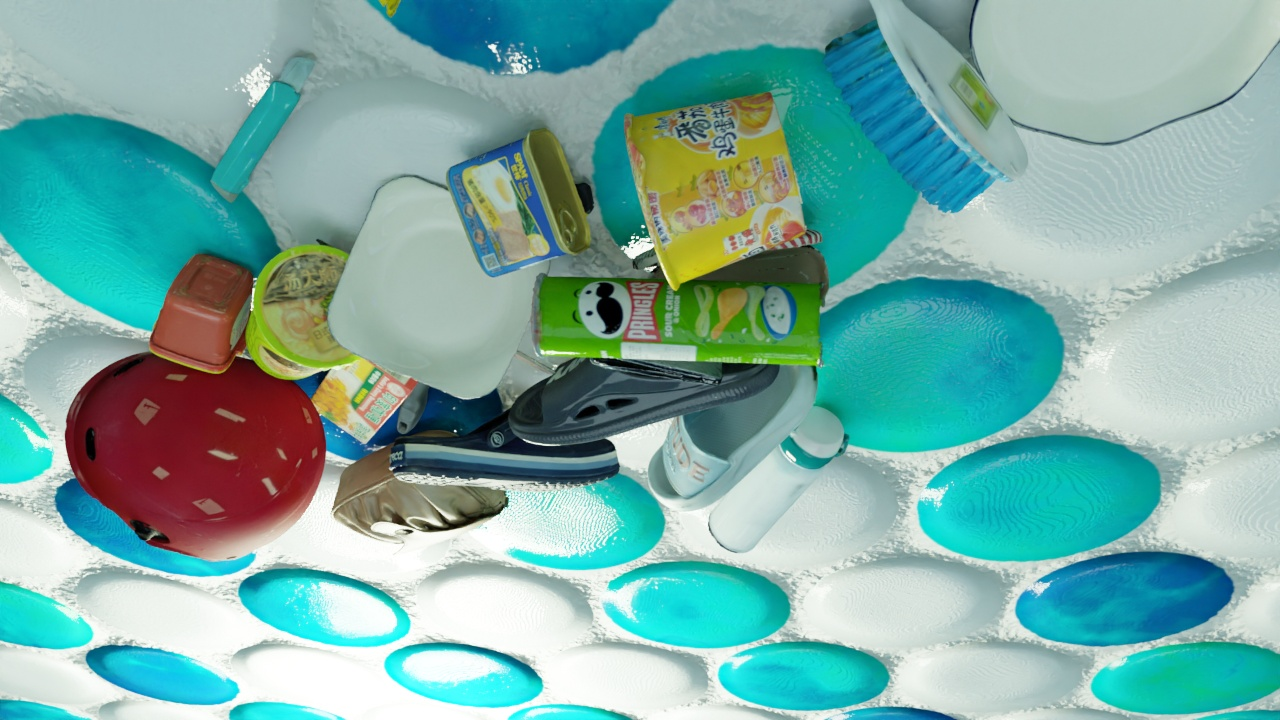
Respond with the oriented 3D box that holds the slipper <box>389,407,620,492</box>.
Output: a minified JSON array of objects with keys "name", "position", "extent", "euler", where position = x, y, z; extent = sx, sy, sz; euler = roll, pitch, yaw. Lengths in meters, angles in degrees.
[{"name":"slipper","position":[-0.145,0.093,0.987],"extent":[0.252,0.095,0.105],"euler":[5,168,-31]}]

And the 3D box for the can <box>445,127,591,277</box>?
[{"name":"can","position":[-0.099,-0.125,0.742],"extent":[0.083,0.057,0.102],"euler":[-14,103,24]}]

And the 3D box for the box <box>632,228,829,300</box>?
[{"name":"box","position":[0.076,-0.076,0.784],"extent":[0.162,0.075,0.086],"euler":[-5,168,17]}]

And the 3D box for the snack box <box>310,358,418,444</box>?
[{"name":"snack box","position":[-0.289,0.031,0.954],"extent":[0.077,0.026,0.156],"euler":[37,141,-13]}]

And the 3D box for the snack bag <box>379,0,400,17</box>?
[{"name":"snack bag","position":[-0.203,-0.333,0.535],"extent":[0.158,0.068,0.246],"euler":[-29,129,33]}]

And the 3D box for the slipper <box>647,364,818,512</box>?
[{"name":"slipper","position":[0.080,0.069,0.931],"extent":[0.074,0.103,0.246],"euler":[26,130,-26]}]

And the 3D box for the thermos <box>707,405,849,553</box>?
[{"name":"thermos","position":[0.152,0.134,1.020],"extent":[0.073,0.073,0.225],"euler":[16,137,-12]}]

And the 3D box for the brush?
[{"name":"brush","position":[0.157,-0.226,0.607],"extent":[0.314,0.060,0.110],"euler":[42,159,-18]}]

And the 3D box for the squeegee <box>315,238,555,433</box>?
[{"name":"squeegee","position":[-0.220,0.004,0.937],"extent":[0.247,0.040,0.250],"euler":[29,141,-3]}]

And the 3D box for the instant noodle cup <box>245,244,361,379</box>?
[{"name":"instant noodle cup","position":[-0.307,-0.033,0.841],"extent":[0.111,0.111,0.124],"euler":[29,153,-24]}]

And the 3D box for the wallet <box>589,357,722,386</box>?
[{"name":"wallet","position":[0.017,-0.025,0.832],"extent":[0.121,0.097,0.019],"euler":[11,137,-5]}]

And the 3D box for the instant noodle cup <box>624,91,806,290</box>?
[{"name":"instant noodle cup","position":[0.059,-0.132,0.688],"extent":[0.110,0.137,0.138],"euler":[-14,135,10]}]

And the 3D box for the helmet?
[{"name":"helmet","position":[-0.417,0.082,0.903],"extent":[0.144,0.206,0.240],"euler":[-13,144,44]}]

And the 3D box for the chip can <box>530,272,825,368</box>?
[{"name":"chip can","position":[0.032,-0.033,0.757],"extent":[0.236,0.072,0.072],"euler":[2,138,6]}]

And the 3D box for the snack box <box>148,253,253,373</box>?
[{"name":"snack box","position":[-0.407,-0.046,0.864],"extent":[0.082,0.091,0.080],"euler":[21,129,-16]}]

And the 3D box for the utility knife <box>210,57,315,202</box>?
[{"name":"utility knife","position":[-0.310,-0.187,0.749],"extent":[0.029,0.013,0.183],"euler":[30,134,-29]}]

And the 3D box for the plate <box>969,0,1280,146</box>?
[{"name":"plate","position":[0.321,-0.239,0.599],"extent":[0.205,0.045,0.205],"euler":[3,137,3]}]

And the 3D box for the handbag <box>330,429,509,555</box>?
[{"name":"handbag","position":[-0.262,0.165,1.074],"extent":[0.205,0.099,0.147],"euler":[-26,132,35]}]

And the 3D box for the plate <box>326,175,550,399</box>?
[{"name":"plate","position":[-0.175,-0.062,0.805],"extent":[0.163,0.034,0.164],"euler":[24,93,-7]}]

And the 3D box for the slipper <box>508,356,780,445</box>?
[{"name":"slipper","position":[-0.005,0.005,0.878],"extent":[0.268,0.110,0.083],"euler":[-12,119,12]}]

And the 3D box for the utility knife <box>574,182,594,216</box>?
[{"name":"utility knife","position":[-0.114,-0.102,0.821],"extent":[0.203,0.015,0.033],"euler":[-29,106,34]}]
